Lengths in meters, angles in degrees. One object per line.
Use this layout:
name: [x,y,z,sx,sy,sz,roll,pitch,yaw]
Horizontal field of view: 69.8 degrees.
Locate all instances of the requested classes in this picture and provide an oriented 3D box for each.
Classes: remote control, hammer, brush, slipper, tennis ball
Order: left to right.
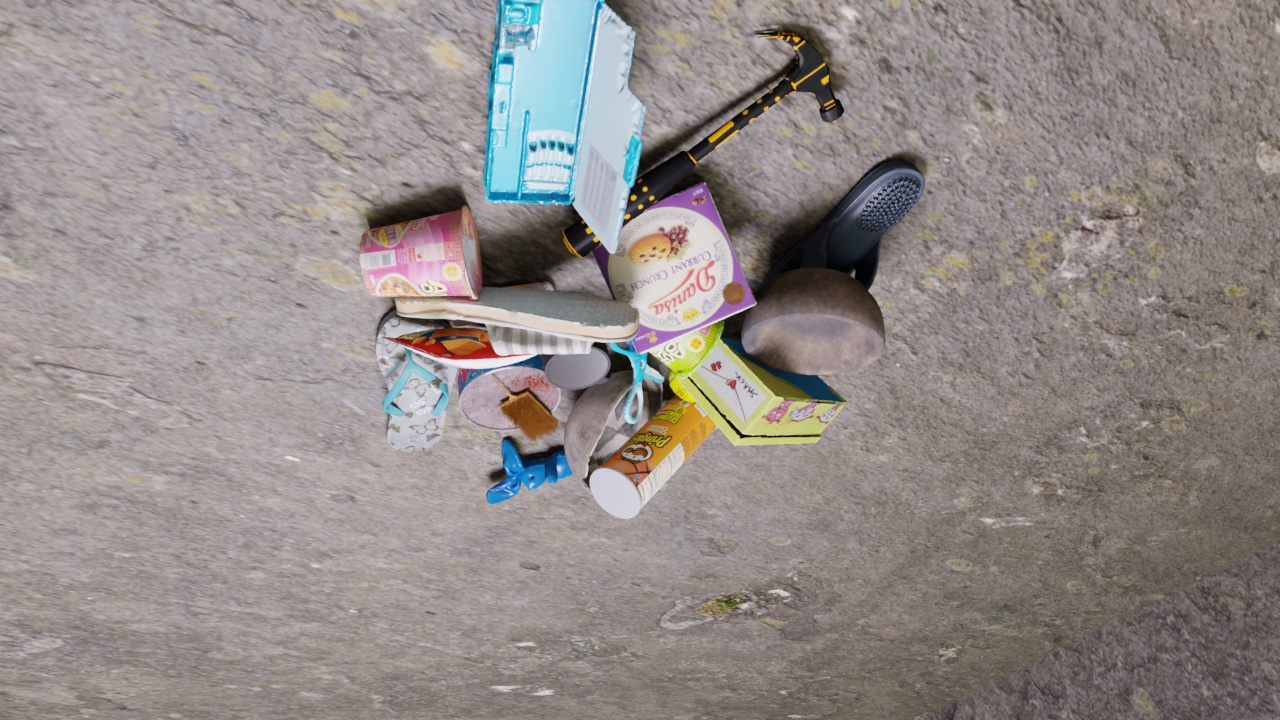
slipper: [-0.273,0.042,1.143,0.098,0.054,0.269,-6,141,-17]
remote control: [-0.160,-0.066,1.063,0.125,0.038,0.018,-8,-177,-8]
slipper: [-0.134,-0.045,0.989,0.273,0.114,0.054,8,115,14]
brush: [-0.150,0.062,1.160,0.048,0.017,0.126,-25,140,11]
hammer: [0.050,-0.210,0.939,0.321,0.036,0.123,-34,126,14]
tennis ball: [0.071,0.022,1.217,0.065,0.065,0.065,-9,141,-8]
slipper: [0.246,-0.117,1.097,0.101,0.082,0.264,14,132,-34]

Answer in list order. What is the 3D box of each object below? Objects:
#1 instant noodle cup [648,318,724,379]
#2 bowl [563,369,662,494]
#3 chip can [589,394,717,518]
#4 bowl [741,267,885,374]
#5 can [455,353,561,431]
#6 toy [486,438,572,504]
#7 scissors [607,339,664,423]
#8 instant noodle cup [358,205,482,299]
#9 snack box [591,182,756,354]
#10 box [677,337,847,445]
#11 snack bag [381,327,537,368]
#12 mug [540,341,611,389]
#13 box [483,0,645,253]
instant noodle cup: [0.029,-0.047,1.095,0.108,0.098,0.099,32,124,-20]
bowl: [-0.048,0.082,1.214,0.178,0.081,0.179,-48,156,-31]
chip can: [0.025,0.115,1.206,0.214,0.075,0.075,-41,163,-45]
bowl: [0.199,-0.047,1.059,0.162,0.070,0.162,6,156,3]
can: [-0.169,0.035,1.172,0.130,0.044,0.130,-9,141,-8]
toy: [-0.135,0.158,1.314,0.176,0.070,0.113,-1,137,-1]
scissors: [-0.007,0.006,1.134,0.011,0.133,0.139,1,149,35]
instant noodle cup: [-0.228,-0.107,0.955,0.108,0.097,0.098,-6,141,1]
snack box: [0.034,-0.101,1.012,0.143,0.040,0.148,-23,97,9]
box: [0.161,0.041,1.170,0.083,0.124,0.220,-52,152,19]
snack bag: [-0.193,-0.016,1.025,0.143,0.131,0.039,-5,104,-41]
mug: [-0.073,-0.015,1.110,0.078,0.087,0.113,-29,139,16]
box: [-0.064,-0.230,0.864,0.169,0.085,0.228,24,137,8]
